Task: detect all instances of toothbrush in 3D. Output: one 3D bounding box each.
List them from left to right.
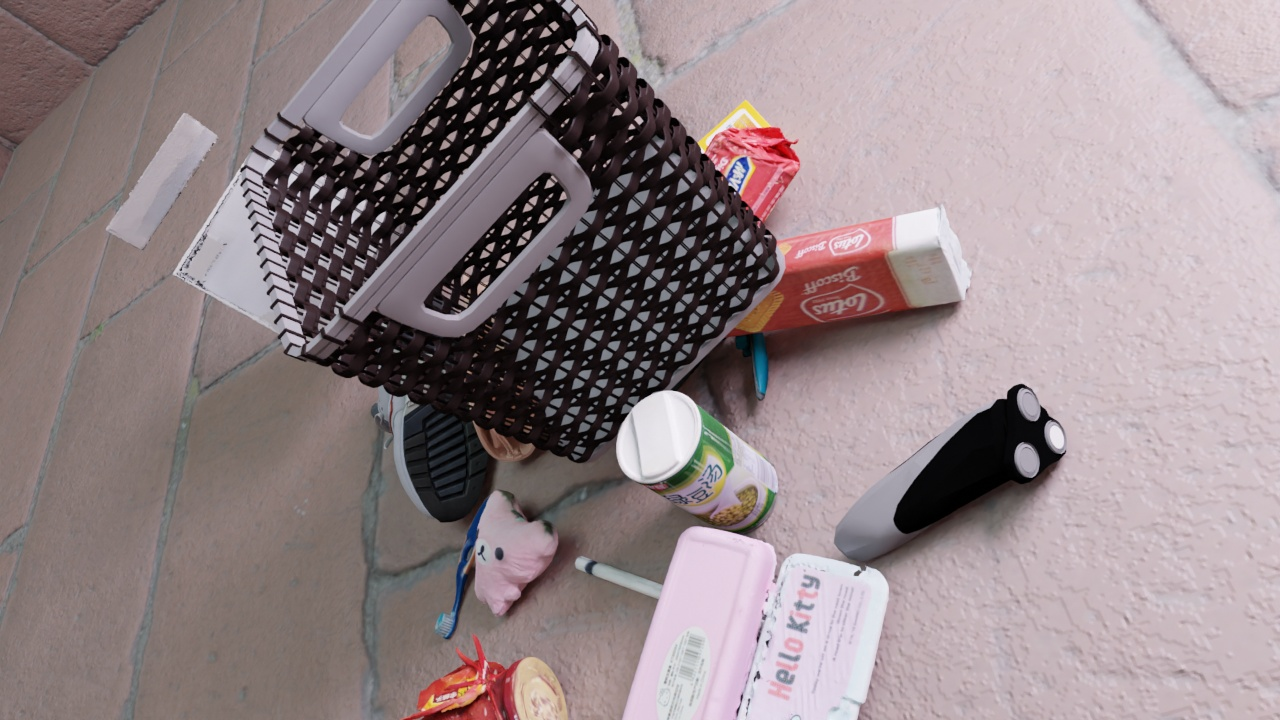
[{"bbox_3d":[-0.156,0.183,0.827,0.022,0.017,0.134,2,66,38],"label":"toothbrush"},{"bbox_3d":[0.017,0.174,0.689,0.187,0.017,0.012,8,70,41],"label":"toothbrush"}]

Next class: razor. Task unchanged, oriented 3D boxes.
[{"bbox_3d":[0.190,0.078,0.584,0.157,0.057,0.060,-36,18,28],"label":"razor"}]

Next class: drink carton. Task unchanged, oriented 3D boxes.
[{"bbox_3d":[0.071,-0.172,0.843,0.123,0.040,0.058,-40,46,13],"label":"drink carton"}]

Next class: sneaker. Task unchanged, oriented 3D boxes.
[{"bbox_3d":[-0.219,0.054,0.914,0.125,0.088,0.239,-37,58,51],"label":"sneaker"}]

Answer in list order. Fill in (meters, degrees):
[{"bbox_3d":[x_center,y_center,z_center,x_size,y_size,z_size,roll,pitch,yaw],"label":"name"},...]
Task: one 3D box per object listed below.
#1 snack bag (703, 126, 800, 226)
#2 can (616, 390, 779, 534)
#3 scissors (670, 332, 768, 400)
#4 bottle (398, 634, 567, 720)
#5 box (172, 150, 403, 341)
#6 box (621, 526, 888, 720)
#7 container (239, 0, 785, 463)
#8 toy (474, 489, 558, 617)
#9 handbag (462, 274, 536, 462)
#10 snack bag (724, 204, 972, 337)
[{"bbox_3d":[0.061,-0.123,0.777,0.176,0.082,0.082,-57,43,14],"label":"snack bag"},{"bbox_3d":[0.042,0.075,0.656,0.067,0.121,0.067,-20,53,29],"label":"can"},{"bbox_3d":[0.070,-0.017,0.762,0.118,0.019,0.148,-22,47,22],"label":"scissors"},{"bbox_3d":[-0.123,0.269,0.691,0.111,0.099,0.098,-27,50,18],"label":"bottle"},{"bbox_3d":[-0.297,-0.059,1.084,0.165,0.446,0.167,25,81,35],"label":"box"},{"bbox_3d":[0.063,0.214,0.590,0.154,0.041,0.201,5,70,38],"label":"box"},{"bbox_3d":[-0.084,-0.104,0.638,0.248,0.243,0.245,-45,46,11],"label":"container"},{"bbox_3d":[-0.113,0.167,0.778,0.099,0.052,0.096,25,94,48],"label":"toy"},{"bbox_3d":[-0.072,0.002,0.849,0.187,0.117,0.198,-10,46,-5],"label":"handbag"},{"bbox_3d":[0.123,-0.059,0.687,0.226,0.077,0.041,-7,55,30],"label":"snack bag"}]
